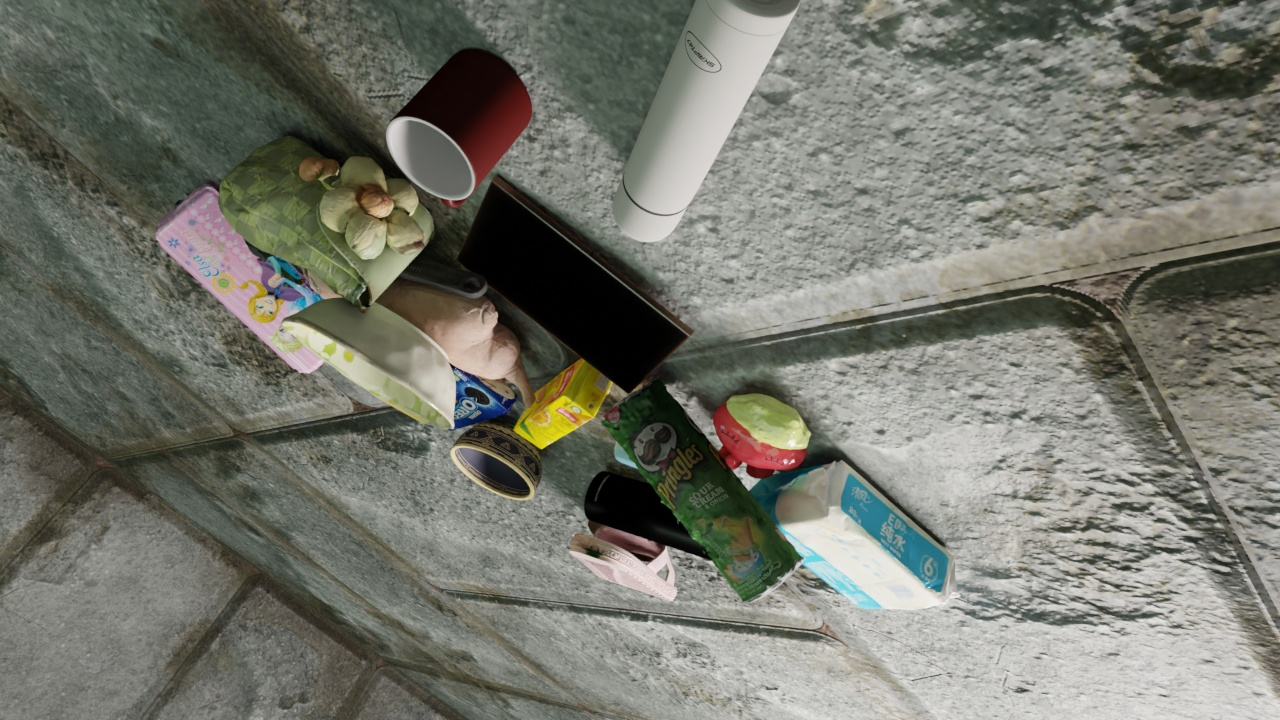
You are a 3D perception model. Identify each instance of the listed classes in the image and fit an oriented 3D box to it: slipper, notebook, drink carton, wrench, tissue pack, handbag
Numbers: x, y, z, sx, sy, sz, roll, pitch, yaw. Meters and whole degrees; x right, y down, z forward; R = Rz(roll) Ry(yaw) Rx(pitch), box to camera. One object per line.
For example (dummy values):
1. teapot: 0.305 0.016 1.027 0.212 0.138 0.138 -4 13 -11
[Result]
1. slipper: -0.016 0.233 1.102 0.094 0.064 0.239 12 161 23
2. notebook: -0.065 -0.060 0.823 0.209 0.008 0.142 38 148 -4
3. drink carton: -0.079 0.045 0.950 0.043 0.058 0.135 36 148 -13
4. wrench: -0.272 -0.103 0.894 0.273 0.073 0.018 17 146 16
5. tissue pack: 0.209 0.178 0.893 0.209 0.065 0.117 41 146 -18
6. handbag: -0.278 -0.135 0.814 0.186 0.113 0.117 32 142 -1

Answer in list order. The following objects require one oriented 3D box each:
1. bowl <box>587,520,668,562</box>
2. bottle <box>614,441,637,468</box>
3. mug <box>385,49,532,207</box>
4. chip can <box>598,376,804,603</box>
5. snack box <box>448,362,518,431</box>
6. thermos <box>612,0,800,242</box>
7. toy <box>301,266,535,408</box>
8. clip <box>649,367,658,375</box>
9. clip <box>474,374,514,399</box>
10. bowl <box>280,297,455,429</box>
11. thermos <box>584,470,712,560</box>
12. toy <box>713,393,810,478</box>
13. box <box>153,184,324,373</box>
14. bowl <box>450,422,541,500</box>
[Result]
1. bowl: -0.012 0.219 1.169 0.114 0.026 0.102 -7 133 44
2. bottle: 0.038 0.107 0.958 0.130 0.040 0.040 18 147 19
3. mug: -0.131 -0.162 0.678 0.073 0.082 0.106 24 148 10
4. chip can: 0.057 0.122 0.859 0.223 0.075 0.076 51 149 8
5. snack box: -0.216 0.041 1.087 0.082 0.027 0.151 43 147 -20
6. thermos: 0.031 -0.153 0.585 0.052 0.052 0.225 31 149 -1
7. toy: -0.239 -0.041 0.959 0.265 0.065 0.196 12 140 31
8. clip: -0.004 0.007 0.879 0.053 0.013 0.036 7 141 37
9. clip: -0.159 0.025 1.005 0.061 0.043 0.025 13 144 16
10. bowl: -0.247 -0.007 0.884 0.188 0.060 0.219 25 164 16
11. thermos: 0.050 0.184 1.035 0.232 0.061 0.061 13 145 26
12. toy: 0.107 0.072 0.846 0.091 0.045 0.135 31 151 6
13. box: -0.441 -0.096 1.055 0.230 0.085 0.096 51 175 -31
14. bowl: -0.166 0.112 1.111 0.112 0.061 0.113 21 149 13
